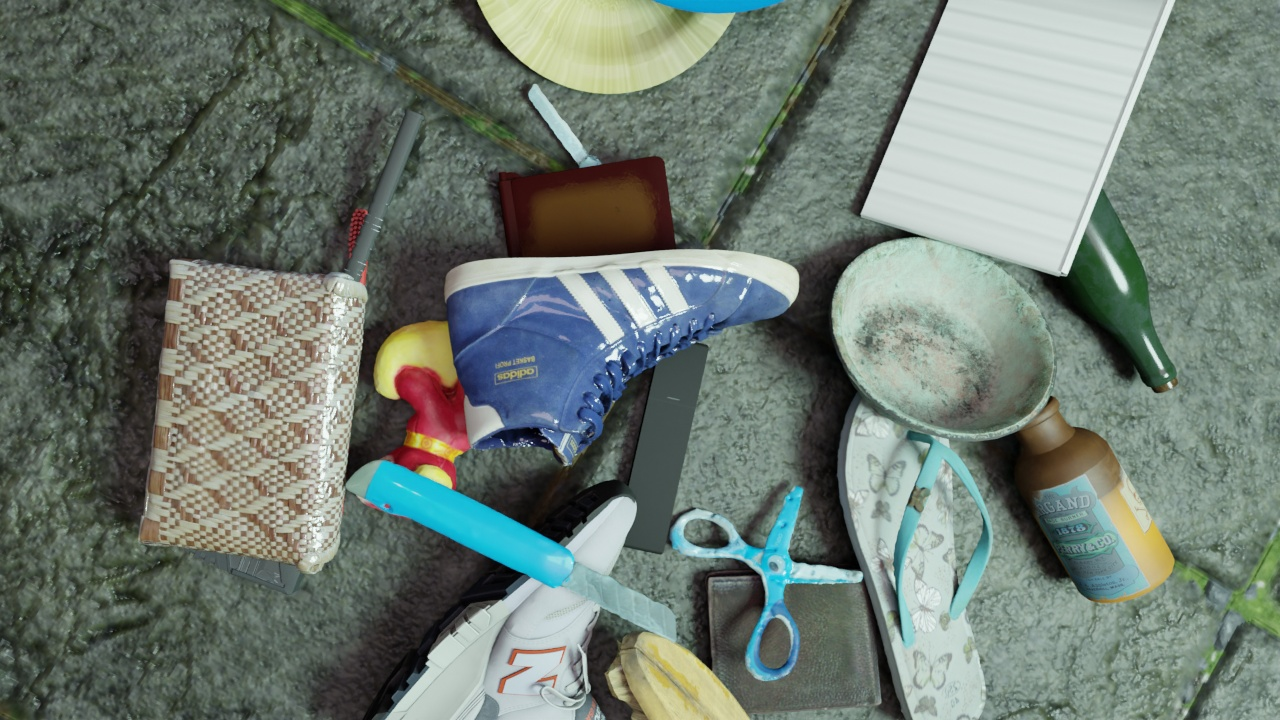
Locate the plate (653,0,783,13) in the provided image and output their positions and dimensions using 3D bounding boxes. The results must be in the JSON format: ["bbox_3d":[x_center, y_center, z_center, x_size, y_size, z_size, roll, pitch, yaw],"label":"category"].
[{"bbox_3d":[0.050,-0.317,0.533,0.224,0.024,0.225,1,133,1],"label":"plate"}]

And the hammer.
[{"bbox_3d":[-0.213,-0.013,0.602,0.095,0.015,0.325,22,91,-2],"label":"hammer"}]

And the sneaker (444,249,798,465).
[{"bbox_3d":[-0.005,0.003,0.578,0.233,0.092,0.118,0,71,-11],"label":"sneaker"}]

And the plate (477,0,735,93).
[{"bbox_3d":[-0.021,-0.273,0.604,0.184,0.036,0.185,-2,122,-4],"label":"plate"}]

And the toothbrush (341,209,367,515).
[{"bbox_3d":[-0.198,0.003,0.616,0.012,0.018,0.212,5,89,-7],"label":"toothbrush"}]

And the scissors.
[{"bbox_3d":[0.084,0.150,0.629,0.134,0.011,0.139,6,68,5],"label":"scissors"}]

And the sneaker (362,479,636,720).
[{"bbox_3d":[-0.064,0.197,0.604,0.240,0.089,0.124,-43,99,3],"label":"sneaker"}]

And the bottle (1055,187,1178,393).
[{"bbox_3d":[0.337,-0.053,0.661,0.055,0.055,0.174,-32,94,-6],"label":"bottle"}]

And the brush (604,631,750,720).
[{"bbox_3d":[0.036,0.243,0.599,0.043,0.059,0.195,-17,122,31],"label":"brush"}]

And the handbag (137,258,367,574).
[{"bbox_3d":[-0.240,0.033,0.573,0.124,0.047,0.186,7,91,7],"label":"handbag"}]

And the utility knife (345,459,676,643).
[{"bbox_3d":[-0.077,0.111,0.545,0.222,0.015,0.031,25,91,12],"label":"utility knife"}]

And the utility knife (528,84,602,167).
[{"bbox_3d":[-0.026,-0.122,0.637,0.022,0.015,0.166,-37,96,-6],"label":"utility knife"}]

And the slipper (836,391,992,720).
[{"bbox_3d":[0.196,0.136,0.631,0.098,0.055,0.269,-9,91,-25],"label":"slipper"}]

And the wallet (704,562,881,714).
[{"bbox_3d":[0.107,0.196,0.647,0.120,0.031,0.099,-3,88,-4],"label":"wallet"}]

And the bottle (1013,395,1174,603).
[{"bbox_3d":[0.307,0.089,0.650,0.068,0.068,0.157,-32,93,-6],"label":"bottle"}]

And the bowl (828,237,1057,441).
[{"bbox_3d":[0.200,-0.010,0.629,0.157,0.039,0.157,4,61,-7],"label":"bowl"}]

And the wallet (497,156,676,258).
[{"bbox_3d":[-0.035,-0.090,0.626,0.115,0.018,0.091,-7,95,4],"label":"wallet"}]

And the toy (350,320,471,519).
[{"bbox_3d":[-0.131,0.039,0.607,0.105,0.067,0.137,17,76,-9],"label":"toy"}]

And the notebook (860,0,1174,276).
[{"bbox_3d":[0.262,-0.176,0.642,0.143,0.009,0.209,21,86,21],"label":"notebook"}]

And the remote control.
[{"bbox_3d":[0.015,0.059,0.643,0.034,0.013,0.150,13,88,-5],"label":"remote control"}]
